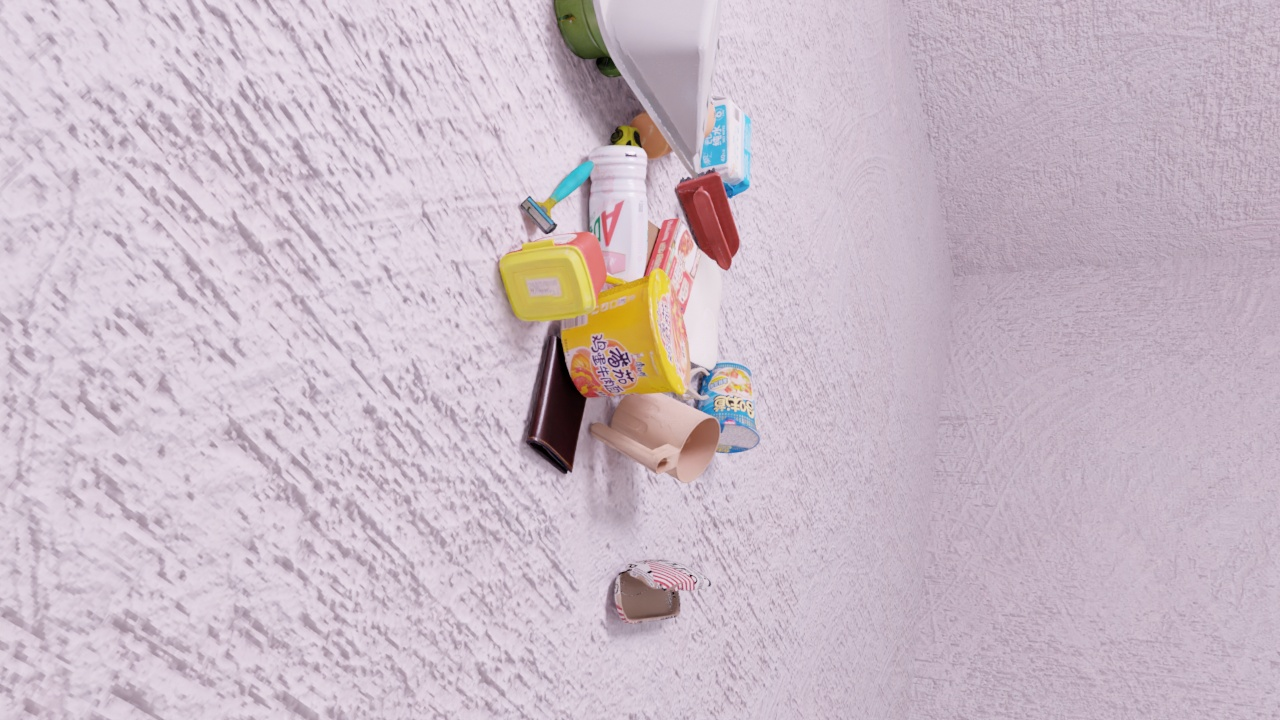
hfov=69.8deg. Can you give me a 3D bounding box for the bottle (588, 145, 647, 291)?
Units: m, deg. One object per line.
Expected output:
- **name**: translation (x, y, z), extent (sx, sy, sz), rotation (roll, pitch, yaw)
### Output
- **bottle**: translation (-0.025, -0.146, 1.063), extent (0.068, 0.068, 0.197), rotation (-10, 100, -63)

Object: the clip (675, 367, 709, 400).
- **clip**: translation (0.058, 0.016, 1.250), extent (0.104, 0.035, 0.082), rotation (38, 57, -46)

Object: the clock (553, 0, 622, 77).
- **clock**: translation (-0.041, -0.396, 1.057), extent (0.161, 0.056, 0.116), rotation (22, 69, -61)

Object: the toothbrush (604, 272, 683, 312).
- **toothbrush**: translation (-0.025, -0.086, 1.025), extent (0.191, 0.018, 0.016), rotation (21, 96, -33)

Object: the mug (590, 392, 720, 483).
- **mug**: translation (0.016, 0.088, 1.065), extent (0.124, 0.104, 0.084), rotation (-15, 124, -50)

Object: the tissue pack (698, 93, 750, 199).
- **tissue pack**: translation (0.122, -0.318, 1.362), extent (0.090, 0.063, 0.140), rotation (15, 73, -60)

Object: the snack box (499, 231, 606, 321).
- **snack box**: translation (-0.083, -0.089, 0.919), extent (0.079, 0.091, 0.082), rotation (-59, 139, -57)

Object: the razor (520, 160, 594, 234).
- **razor**: translation (-0.084, -0.182, 0.988), extent (0.043, 0.028, 0.132), rotation (44, 44, -11)

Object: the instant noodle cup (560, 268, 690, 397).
- **instant noodle cup**: translation (-0.017, -0.021, 0.995), extent (0.138, 0.110, 0.138), rotation (-11, 90, -74)

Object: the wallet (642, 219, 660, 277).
- **wallet**: translation (0.004, -0.134, 1.154), extent (0.115, 0.033, 0.090), rotation (17, 75, -63)

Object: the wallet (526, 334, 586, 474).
- **wallet**: translation (-0.084, 0.048, 0.981), extent (0.096, 0.020, 0.122), rotation (54, 41, -56)

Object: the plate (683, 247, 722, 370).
- **plate**: translation (0.067, -0.076, 1.268), extent (0.164, 0.034, 0.163), rotation (29, 62, -59)

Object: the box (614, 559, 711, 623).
- **box**: translation (0.019, 0.287, 1.125), extent (0.162, 0.076, 0.088), rotation (18, 98, -62)

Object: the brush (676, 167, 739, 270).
- **brush**: translation (0.103, -0.197, 1.314), extent (0.069, 0.063, 0.146), rotation (-90, 161, -49)

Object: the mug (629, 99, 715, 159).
- **mug**: translation (0.038, -0.305, 1.191), extent (0.122, 0.078, 0.078), rotation (-44, 127, -50)

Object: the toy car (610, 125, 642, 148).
- **toy car**: translation (-0.016, -0.236, 1.122), extent (0.048, 0.032, 0.105), rotation (34, 60, -58)

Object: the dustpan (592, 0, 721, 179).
- **dustpan**: translation (0.019, -0.387, 1.084), extent (0.258, 0.143, 0.222), rotation (90, 10, -65)

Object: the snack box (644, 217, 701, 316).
- **snack box**: translation (0.036, -0.098, 1.149), extent (0.075, 0.025, 0.152), rotation (52, 45, -44)

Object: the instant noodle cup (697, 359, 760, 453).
- **instant noodle cup**: translation (0.124, 0.063, 1.315), extent (0.099, 0.099, 0.109), rotation (50, 38, -50)
